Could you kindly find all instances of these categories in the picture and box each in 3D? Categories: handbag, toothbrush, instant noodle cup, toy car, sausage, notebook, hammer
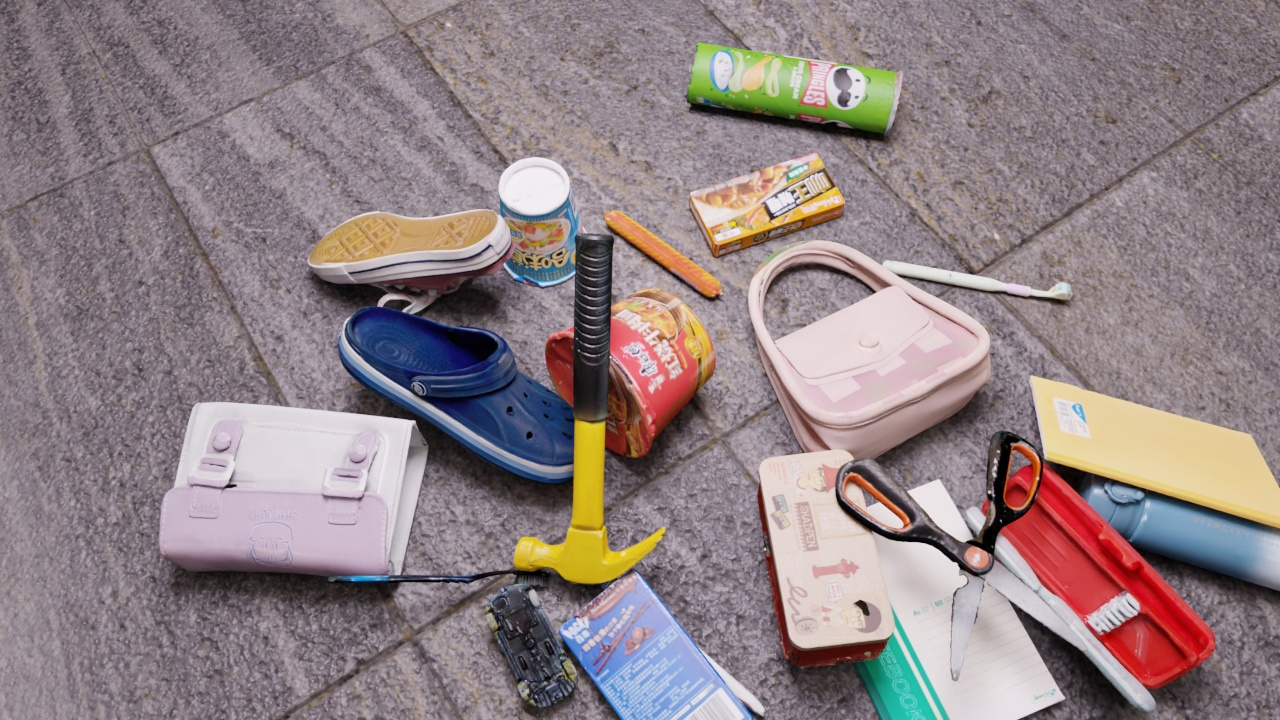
[{"bbox_3d":[0.201,-0.026,0.896,0.193,0.093,0.234,-24,57,-12],"label":"handbag"},{"bbox_3d":[0.347,-0.085,0.953,0.189,0.029,0.020,9,103,7],"label":"toothbrush"},{"bbox_3d":[0.031,0.241,0.787,0.187,0.016,0.017,38,77,18],"label":"toothbrush"},{"bbox_3d":[-0.103,-0.145,0.938,0.099,0.110,0.099,0,62,0],"label":"instant noodle cup"},{"bbox_3d":[-0.005,0.005,0.852,0.138,0.138,0.108,41,60,19],"label":"instant noodle cup"},{"bbox_3d":[-0.093,0.241,0.779,0.049,0.031,0.105,-26,69,-12],"label":"toy car"},{"bbox_3d":[0.023,-0.114,0.970,0.165,0.021,0.021,38,69,18],"label":"sausage"},{"bbox_3d":[0.245,0.221,0.798,0.150,0.012,0.209,-20,64,-8],"label":"notebook"},{"bbox_3d":[0.462,0.078,0.828,0.206,0.010,0.145,16,32,8],"label":"notebook"},{"bbox_3d":[-0.168,0.188,0.782,0.189,0.014,0.016,5,74,-23],"label":"toothbrush"},{"bbox_3d":[-0.041,0.046,0.760,0.129,0.032,0.301,4,104,10],"label":"hammer"},{"bbox_3d":[-0.303,0.118,0.814,0.197,0.098,0.144,4,70,1],"label":"handbag"}]

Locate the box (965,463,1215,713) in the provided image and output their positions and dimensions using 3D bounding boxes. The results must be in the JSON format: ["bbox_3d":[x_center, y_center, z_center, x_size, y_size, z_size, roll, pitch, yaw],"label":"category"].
[{"bbox_3d":[0.359,0.189,0.761,0.100,0.096,0.201,-10,53,-49],"label":"box"}]

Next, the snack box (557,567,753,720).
[{"bbox_3d":[0.011,0.260,0.760,0.084,0.026,0.157,-39,69,-5],"label":"snack box"}]

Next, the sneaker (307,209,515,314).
[{"bbox_3d":[-0.227,-0.096,0.930,0.241,0.088,0.118,-1,47,25],"label":"sneaker"}]

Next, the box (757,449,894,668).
[{"bbox_3d":[0.155,0.170,0.784,0.091,0.078,0.168,-7,58,1],"label":"box"}]

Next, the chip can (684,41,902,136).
[{"bbox_3d":[0.172,-0.310,1.044,0.236,0.072,0.072,11,63,7],"label":"chip can"}]

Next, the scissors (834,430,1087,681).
[{"bbox_3d":[0.261,0.142,0.741,0.221,0.022,0.232,24,59,14],"label":"scissors"}]

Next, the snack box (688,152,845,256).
[{"bbox_3d":[0.136,-0.169,0.995,0.153,0.026,0.075,-19,64,-9],"label":"snack box"}]

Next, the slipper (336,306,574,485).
[{"bbox_3d":[-0.149,0.014,0.831,0.253,0.095,0.104,29,37,-1],"label":"slipper"}]

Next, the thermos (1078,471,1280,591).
[{"bbox_3d":[0.496,0.150,0.799,0.220,0.070,0.070,17,64,8],"label":"thermos"}]
